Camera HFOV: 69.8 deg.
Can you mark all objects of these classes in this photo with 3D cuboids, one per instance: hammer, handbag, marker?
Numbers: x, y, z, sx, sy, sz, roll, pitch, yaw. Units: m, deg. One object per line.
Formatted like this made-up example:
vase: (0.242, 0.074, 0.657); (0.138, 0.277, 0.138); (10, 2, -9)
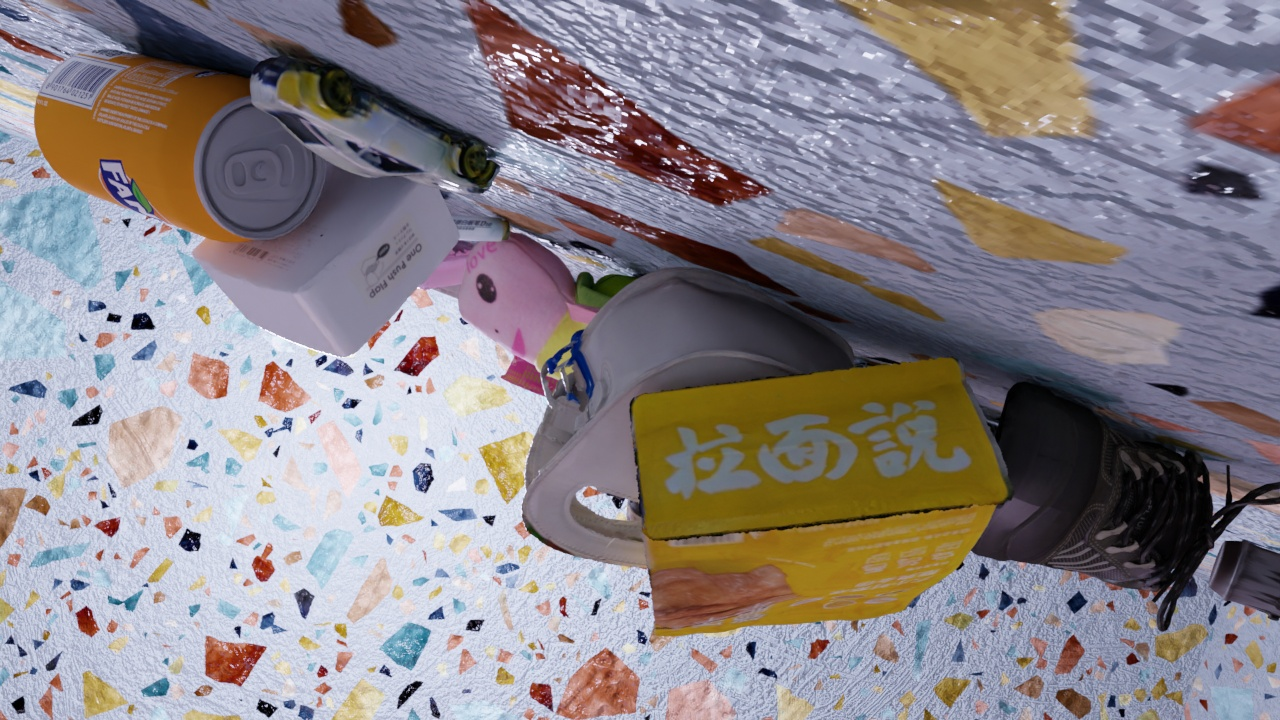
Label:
hammer: (0.490, 0.172, 0.488); (0.325, 0.100, 0.190); (19, 178, 30)
handbag: (0.027, 0.048, 0.541); (0.200, 0.200, 0.092); (25, -147, -34)
marker: (-0.154, -0.085, 0.572); (0.146, 0.017, 0.017); (0, -174, -22)

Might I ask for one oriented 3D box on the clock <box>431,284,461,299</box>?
clock: (-0.153, -0.072, 0.874); (0.103, 0.061, 0.157); (21, 180, -20)

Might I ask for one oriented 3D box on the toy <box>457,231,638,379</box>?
toy: (-0.013, -0.015, 0.630); (0.238, 0.087, 0.190); (20, 166, 8)

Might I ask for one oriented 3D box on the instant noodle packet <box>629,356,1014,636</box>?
instant noodle packet: (0.082, 0.101, 0.497); (0.163, 0.084, 0.222); (-7, 144, -2)

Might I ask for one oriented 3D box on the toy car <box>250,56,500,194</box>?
toy car: (-0.110, -0.092, 0.385); (0.105, 0.033, 0.048); (21, 177, -38)

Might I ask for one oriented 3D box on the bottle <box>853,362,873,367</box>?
bottle: (0.169, 0.030, 0.638); (0.112, 0.047, 0.047); (20, 178, 12)

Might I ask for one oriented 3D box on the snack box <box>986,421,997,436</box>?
snack box: (0.216, 0.066, 0.693); (0.186, 0.032, 0.100); (20, -153, 4)

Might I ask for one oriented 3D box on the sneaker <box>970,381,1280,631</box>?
sneaker: (0.267, 0.087, 0.497); (0.143, 0.101, 0.237); (17, 177, 33)

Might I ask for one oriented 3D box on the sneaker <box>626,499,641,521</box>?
sneaker: (0.104, 0.073, 0.732); (0.235, 0.120, 0.095); (0, -159, 8)

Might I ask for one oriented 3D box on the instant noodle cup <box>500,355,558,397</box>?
instant noodle cup: (-0.073, -0.016, 0.902); (0.098, 0.108, 0.098); (21, 178, 1)

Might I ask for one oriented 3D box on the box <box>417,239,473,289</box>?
box: (-0.223, -0.101, 0.741); (0.202, 0.073, 0.149); (17, 176, 46)

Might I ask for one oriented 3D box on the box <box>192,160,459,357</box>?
box: (-0.166, -0.057, 0.501); (0.102, 0.107, 0.076); (17, 145, 31)

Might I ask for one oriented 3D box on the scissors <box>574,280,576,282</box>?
scissors: (-0.012, -0.046, 0.871); (0.078, 0.032, 0.175); (21, 175, 43)

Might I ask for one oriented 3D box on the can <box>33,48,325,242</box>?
can: (-0.232, -0.108, 0.461); (0.143, 0.079, 0.079); (19, 178, 30)
